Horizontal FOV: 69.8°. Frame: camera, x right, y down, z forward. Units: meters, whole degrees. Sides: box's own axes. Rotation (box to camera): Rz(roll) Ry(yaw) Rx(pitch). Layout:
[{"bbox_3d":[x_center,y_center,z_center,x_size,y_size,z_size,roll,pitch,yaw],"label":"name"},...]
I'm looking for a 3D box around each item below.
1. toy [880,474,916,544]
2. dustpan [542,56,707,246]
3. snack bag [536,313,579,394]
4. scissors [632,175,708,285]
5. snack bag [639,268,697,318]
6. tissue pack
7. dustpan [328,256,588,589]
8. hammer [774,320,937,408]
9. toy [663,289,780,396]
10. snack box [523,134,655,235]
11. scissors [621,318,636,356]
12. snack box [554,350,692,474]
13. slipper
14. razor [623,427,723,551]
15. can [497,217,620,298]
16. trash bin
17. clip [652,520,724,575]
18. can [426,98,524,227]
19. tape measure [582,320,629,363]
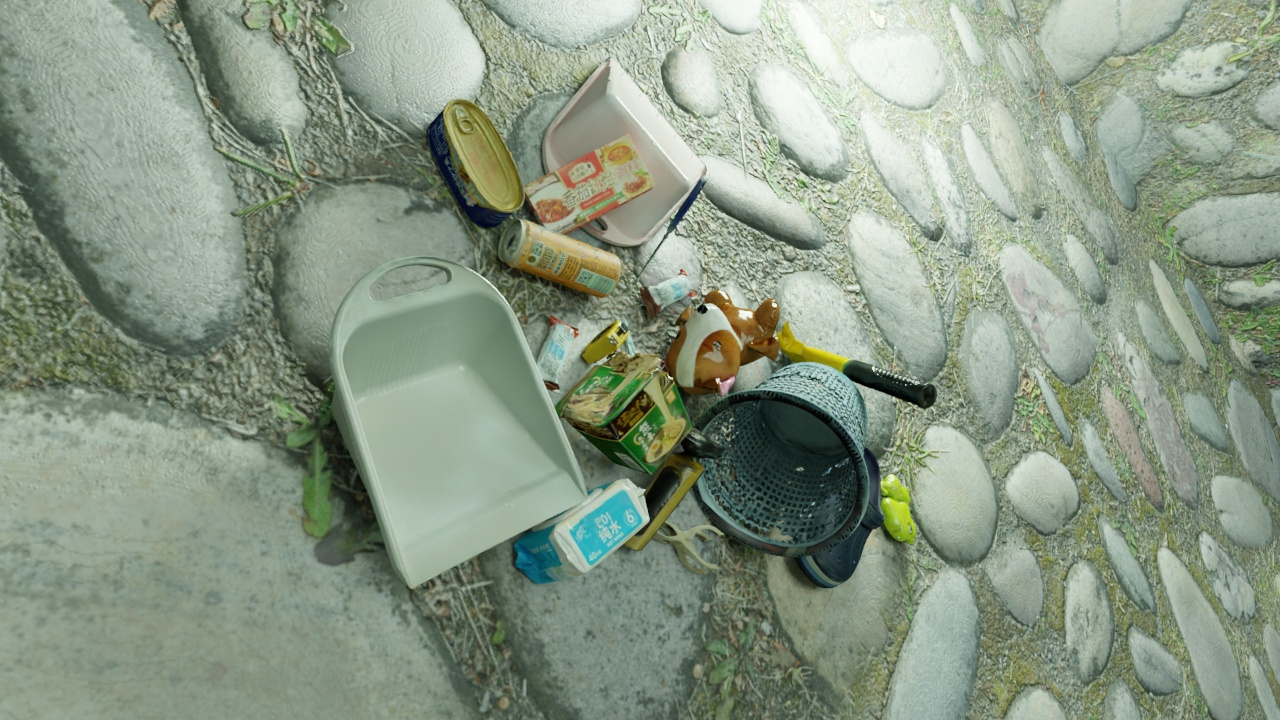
[{"bbox_3d":[0.389,0.227,1.394,0.096,0.031,0.099,44,44,-17],"label":"toy"},{"bbox_3d":[-0.031,-0.281,1.276,0.222,0.139,0.272,47,20,-13],"label":"dustpan"},{"bbox_3d":[-0.102,-0.010,1.078,0.048,0.026,0.104,29,55,-21],"label":"snack bag"},{"bbox_3d":[0.042,-0.177,1.211,0.012,0.156,0.165,34,40,-4],"label":"scissors"},{"bbox_3d":[0.039,-0.092,1.238,0.105,0.026,0.045,-29,100,-44],"label":"snack bag"},{"bbox_3d":[-0.063,0.180,0.981,0.139,0.090,0.063,-31,93,-44],"label":"tissue pack"},{"bbox_3d":[-0.181,0.037,0.879,0.222,0.143,0.257,-22,64,-40],"label":"dustpan"},{"bbox_3d":[0.284,0.012,1.241,0.128,0.301,0.033,40,84,-28],"label":"hammer"},{"bbox_3d":[0.101,-0.024,1.195,0.199,0.140,0.131,-41,131,-40],"label":"toy"},{"bbox_3d":[-0.065,-0.216,1.150,0.152,0.025,0.075,-29,93,-11],"label":"snack box"},{"bbox_3d":[-0.007,0.007,1.163,0.054,0.017,0.133,6,63,-47],"label":"scissors"},{"bbox_3d":[-0.012,0.067,1.057,0.117,0.118,0.105,-46,117,-22],"label":"snack box"},{"bbox_3d":[0.295,0.212,1.278,0.105,0.095,0.252,47,44,-11],"label":"slipper"},{"bbox_3d":[0.031,0.149,1.073,0.062,0.068,0.167,31,71,19],"label":"razor"},{"bbox_3d":[-0.096,-0.123,1.112,0.146,0.058,0.058,18,60,-35],"label":"can"},{"bbox_3d":[0.198,0.105,1.176,0.226,0.227,0.194,57,33,-5],"label":"trash bin"},{"bbox_3d":[0.059,0.211,1.114,0.102,0.035,0.094,47,51,-4],"label":"clip"},{"bbox_3d":[-0.194,-0.231,1.082,0.074,0.049,0.148,-28,90,-45],"label":"can"},{"bbox_3d":[-0.038,-0.021,1.116,0.029,0.060,0.057,49,41,-11],"label":"tape measure"}]
